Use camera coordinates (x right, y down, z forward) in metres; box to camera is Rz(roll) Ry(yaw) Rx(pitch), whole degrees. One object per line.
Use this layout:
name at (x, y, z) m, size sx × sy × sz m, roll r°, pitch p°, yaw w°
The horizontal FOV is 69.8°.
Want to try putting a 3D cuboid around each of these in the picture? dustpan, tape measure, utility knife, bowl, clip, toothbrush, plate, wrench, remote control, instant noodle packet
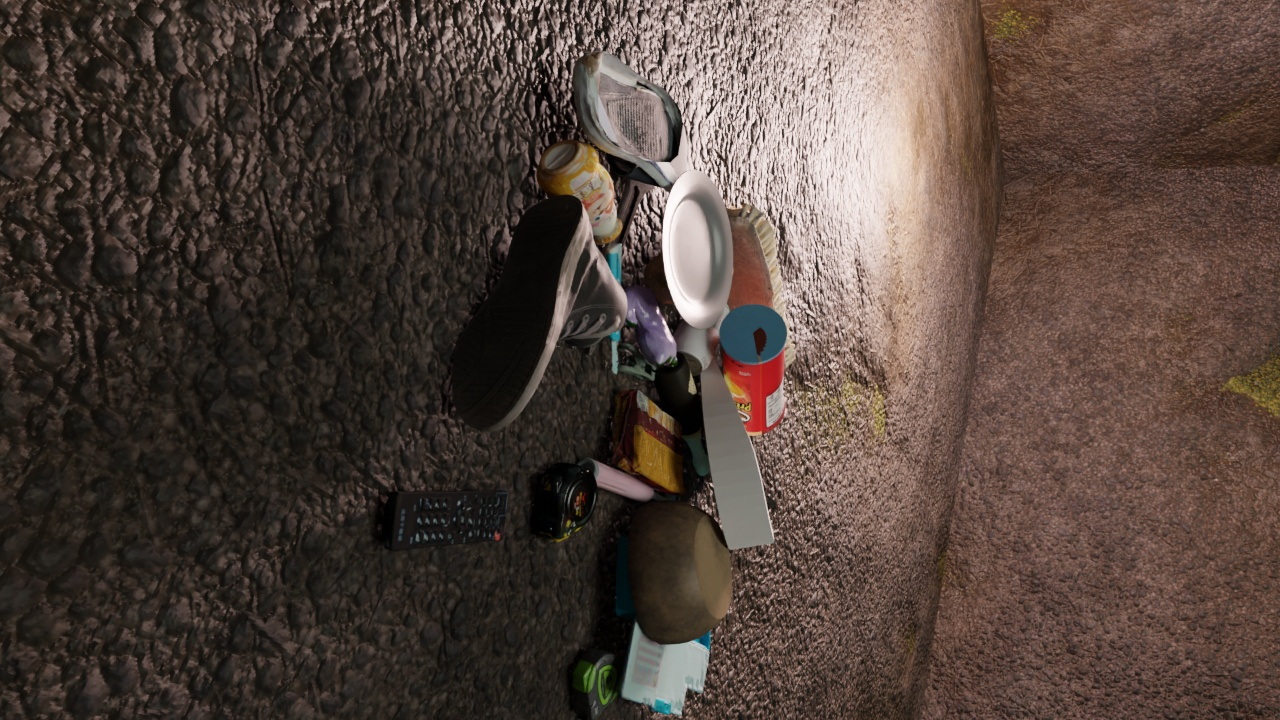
dustpan at (0.121, 0.115, 1.139) m, size 0.257 × 0.053 × 0.192 m, roll -87°, pitch 164°, yaw -58°
tape measure at (-0.050, 0.344, 0.990) m, size 0.058 × 0.036 × 0.065 m, roll -16°, pitch 106°, yaw -50°
utility knife at (-0.028, -0.054, 0.982) m, size 0.022 × 0.015 × 0.141 m, roll -22°, pitch 115°, yaw -54°
bowl at (0.051, 0.237, 1.040) m, size 0.162 × 0.070 × 0.162 m, roll 42°, pitch 42°, yaw -54°
clip at (-0.006, 0.005, 1.041) m, size 0.075 × 0.023 × 0.037 m, roll 31°, pitch 65°, yaw -60°
toothbrush at (-0.008, 0.145, 1.049) m, size 0.222 × 0.027 × 0.026 m, roll 32°, pitch 62°, yaw -58°
plate at (0.062, -0.124, 1.036) m, size 0.178 × 0.012 × 0.178 m, roll 1°, pitch 89°, yaw -60°
tape measure at (-0.075, 0.138, 0.914) m, size 0.072 × 0.042 × 0.071 m, roll -9°, pitch 100°, yaw -56°
wrench at (-0.028, -0.126, 0.998) m, size 0.070 × 0.010 × 0.272 m, roll 50°, pitch 51°, yaw -51°
remote control at (-0.164, 0.133, 0.777) m, size 0.150 × 0.022 × 0.047 m, roll 16°, pitch 79°, yaw -62°
instant noodle packet at (0.010, 0.095, 1.044) m, size 0.135 × 0.040 × 0.098 m, roll 38°, pitch 41°, yaw -54°

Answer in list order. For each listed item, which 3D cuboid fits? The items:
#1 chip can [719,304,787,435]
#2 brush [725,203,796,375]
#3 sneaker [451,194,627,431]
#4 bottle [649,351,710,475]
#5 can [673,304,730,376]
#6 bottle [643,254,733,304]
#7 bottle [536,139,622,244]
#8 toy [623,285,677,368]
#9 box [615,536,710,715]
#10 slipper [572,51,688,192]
chip can at (0.146, 0.017, 1.186) m, size 0.213 × 0.087 × 0.086 m, roll 76°, pitch 29°, yaw -61°
brush at (0.152, -0.084, 1.248) m, size 0.056 × 0.083 × 0.271 m, roll -55°, pitch 137°, yaw -43°
sneaker at (-0.086, -0.024, 0.833) m, size 0.120 × 0.095 × 0.234 m, roll 56°, pitch 39°, yaw -47°
bottle at (0.057, 0.073, 1.135) m, size 0.045 × 0.045 × 0.185 m, roll -57°, pitch 140°, yaw -41°
can at (0.072, -0.033, 1.141) m, size 0.101 × 0.055 × 0.055 m, roll -64°, pitch 144°, yaw -34°
bottle at (0.066, -0.105, 1.117) m, size 0.166 × 0.059 × 0.059 m, roll -17°, pitch 108°, yaw -59°
bottle at (-0.055, -0.161, 0.892) m, size 0.109 × 0.063 × 0.063 m, roll 55°, pitch 47°, yaw -49°
toy at (0.007, -0.036, 1.025) m, size 0.080 × 0.037 × 0.099 m, roll -9°, pitch 76°, yaw -65°
box at (0.031, 0.324, 1.088) m, size 0.227 × 0.039 × 0.181 m, roll 46°, pitch 40°, yaw -53°
slipper at (-0.014, -0.239, 0.950) m, size 0.263 × 0.063 × 0.111 m, roll 2°, pitch 83°, yaw -69°
